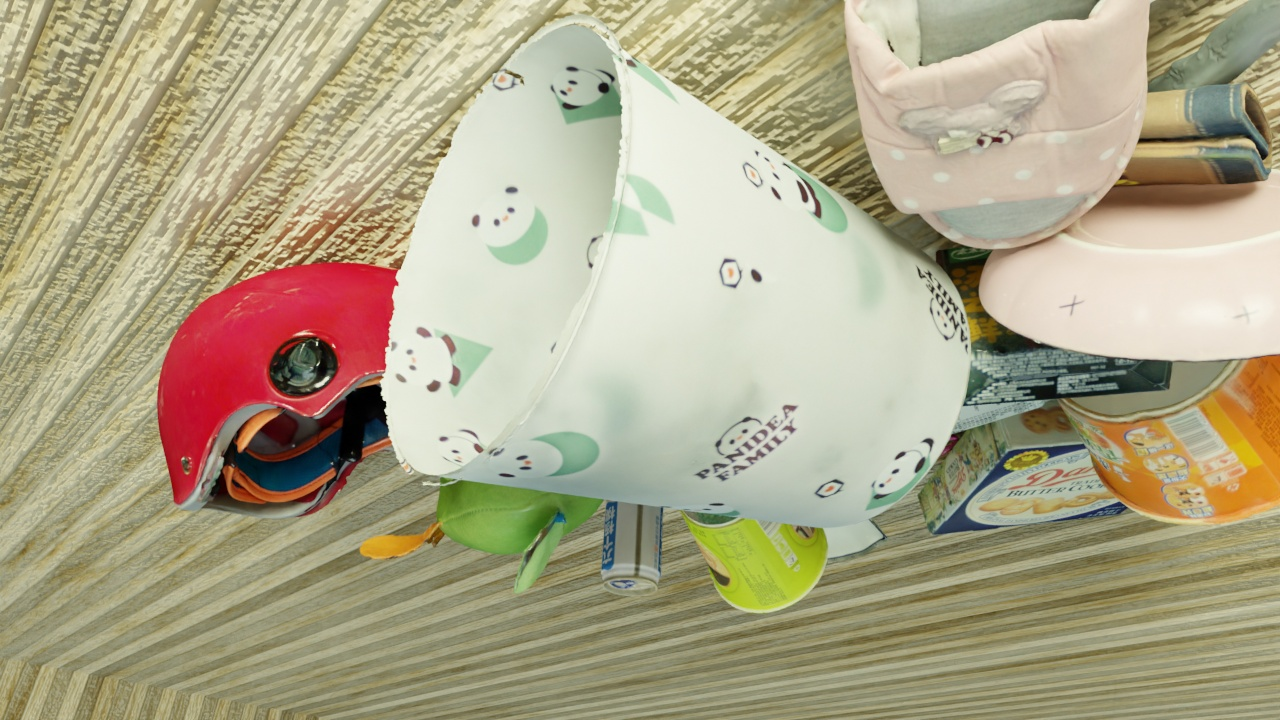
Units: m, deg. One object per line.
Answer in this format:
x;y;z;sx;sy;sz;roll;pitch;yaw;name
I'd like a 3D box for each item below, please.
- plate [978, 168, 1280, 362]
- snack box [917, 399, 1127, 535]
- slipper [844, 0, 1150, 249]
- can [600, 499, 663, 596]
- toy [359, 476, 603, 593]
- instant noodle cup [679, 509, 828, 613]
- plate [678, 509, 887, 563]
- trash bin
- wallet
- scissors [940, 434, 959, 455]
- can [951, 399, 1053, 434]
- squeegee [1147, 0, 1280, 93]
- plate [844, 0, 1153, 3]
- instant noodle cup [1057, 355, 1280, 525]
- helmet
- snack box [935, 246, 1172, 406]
0.269;-0.059;0.457;0.193;0.192;0.039;-7;115;18;plate
0.347;0.086;0.760;0.178;0.045;0.183;-5;150;-5;snack box
0.139;-0.128;0.357;0.114;0.054;0.274;-1;146;22;slipper
-0.006;0.141;0.834;0.053;0.134;0.053;3;149;1;can
-0.084;0.083;0.637;0.226;0.090;0.247;-30;-176;-17;toy
0.090;0.139;0.792;0.112;0.111;0.123;-12;135;24;instant noodle cup
0.141;0.146;0.920;0.162;0.034;0.265;-17;143;29;plate
0.025;-0.021;0.498;0.251;0.229;0.230;18;147;-33;trash bin
0.238;-0.106;0.451;0.115;0.033;0.090;7;178;41;wallet
0.214;0.088;0.780;0.118;0.017;0.133;-7;145;0;scissors
0.221;0.026;0.674;0.147;0.058;0.058;-21;142;21;can
0.266;-0.156;0.360;0.247;0.040;0.250;-23;165;-9;squeegee
0.150;-0.199;0.345;0.205;0.045;0.205;3;149;1;plate
0.341;0.014;0.584;0.152;0.151;0.111;-25;131;38;instant noodle cup
-0.211;0.004;0.626;0.240;0.144;0.207;-25;166;1;helmet
0.238;-0.031;0.548;0.113;0.125;0.053;-6;132;16;snack box
